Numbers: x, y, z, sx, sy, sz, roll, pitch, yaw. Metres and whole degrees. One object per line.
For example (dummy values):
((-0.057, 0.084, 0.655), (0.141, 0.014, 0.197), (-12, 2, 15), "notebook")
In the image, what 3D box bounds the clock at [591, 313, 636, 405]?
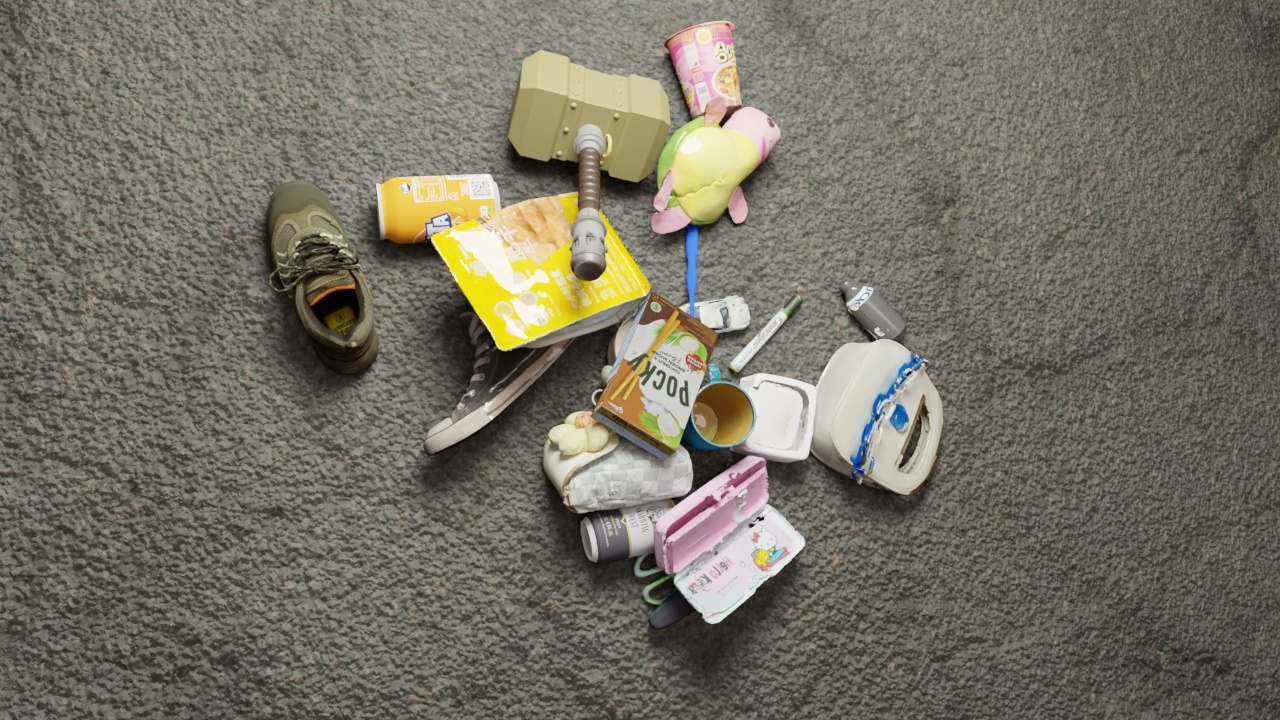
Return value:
((-0.007, 0.006, 1.165), (0.103, 0.061, 0.156), (48, 65, -4), "clock")

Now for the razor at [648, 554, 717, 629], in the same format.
((0.072, 0.291, 1.144), (0.142, 0.047, 0.052), (-33, 86, -16), "razor")

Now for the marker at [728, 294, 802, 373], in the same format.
((0.170, -0.036, 1.244), (0.017, 0.017, 0.146), (45, 73, -5), "marker")

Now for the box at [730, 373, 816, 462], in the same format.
((0.176, 0.073, 1.199), (0.102, 0.076, 0.107), (13, 76, -15), "box")

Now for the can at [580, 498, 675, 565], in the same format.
((-0.006, 0.208, 1.130), (0.127, 0.064, 0.064), (-10, 84, -17), "can")

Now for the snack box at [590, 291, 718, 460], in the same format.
((0.021, 0.015, 1.098), (0.101, 0.032, 0.185), (32, 52, -12), "snack box")

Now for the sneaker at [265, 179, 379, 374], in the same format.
((-0.368, -0.102, 1.036), (0.101, 0.143, 0.238), (-22, 87, -18), "sneaker")

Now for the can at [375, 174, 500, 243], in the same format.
((-0.246, -0.185, 1.117), (0.142, 0.079, 0.079), (-6, 83, -17), "can")

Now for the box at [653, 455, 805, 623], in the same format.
((0.104, 0.216, 1.132), (0.201, 0.073, 0.150), (-28, 96, -40), "box")

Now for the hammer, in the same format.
((-0.061, -0.217, 1.082), (0.190, 0.101, 0.324), (10, 47, -14), "hammer")

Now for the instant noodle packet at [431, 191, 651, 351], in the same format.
((-0.120, -0.102, 1.082), (0.221, 0.084, 0.163), (-22, 75, -43), "instant noodle packet")

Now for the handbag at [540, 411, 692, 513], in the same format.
((-0.025, 0.113, 1.110), (0.171, 0.112, 0.123), (-4, 108, -19), "handbag")

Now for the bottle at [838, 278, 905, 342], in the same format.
((0.320, -0.069, 1.276), (0.112, 0.047, 0.047), (44, 73, -5), "bottle")

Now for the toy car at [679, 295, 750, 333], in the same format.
((0.098, -0.059, 1.219), (0.105, 0.033, 0.048), (-11, 83, -18), "toy car")

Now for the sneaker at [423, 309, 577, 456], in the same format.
((-0.192, 0.008, 1.097), (0.120, 0.095, 0.234), (44, 75, -3), "sneaker")

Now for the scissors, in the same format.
((0.075, 0.259, 1.174), (0.175, 0.033, 0.078), (-16, 90, -16), "scissors")

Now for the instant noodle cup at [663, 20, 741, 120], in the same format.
((0.091, -0.387, 1.243), (0.097, 0.098, 0.108), (-14, 94, -18), "instant noodle cup")

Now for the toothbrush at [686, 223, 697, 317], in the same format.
((0.066, -0.117, 1.209), (0.016, 0.018, 0.182), (-8, 66, 23), "toothbrush")

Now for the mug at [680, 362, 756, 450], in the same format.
((0.086, 0.059, 1.159), (0.084, 0.104, 0.112), (-2, 80, -16), "mug")

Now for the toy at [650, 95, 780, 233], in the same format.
((0.094, -0.258, 1.209), (0.237, 0.088, 0.190), (-43, 132, -22), "toy")

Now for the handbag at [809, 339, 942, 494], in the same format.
((0.335, 0.083, 1.238), (0.199, 0.093, 0.200), (32, 74, -17), "handbag")
